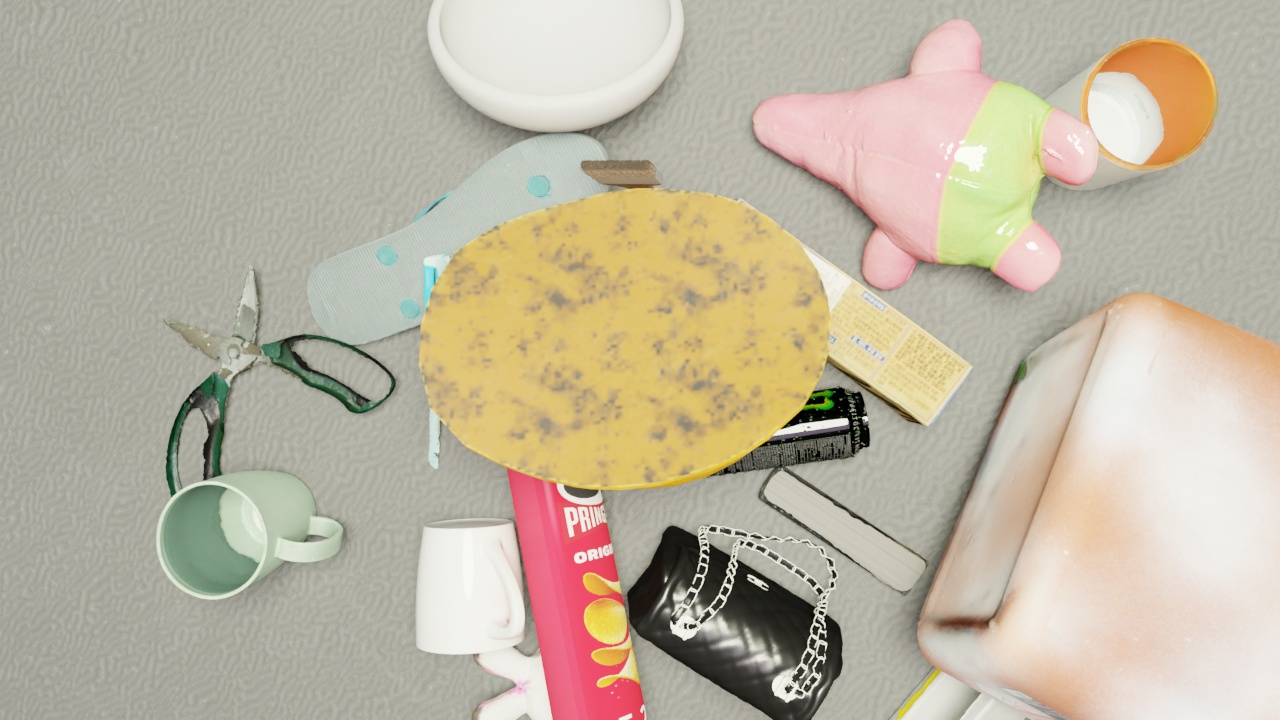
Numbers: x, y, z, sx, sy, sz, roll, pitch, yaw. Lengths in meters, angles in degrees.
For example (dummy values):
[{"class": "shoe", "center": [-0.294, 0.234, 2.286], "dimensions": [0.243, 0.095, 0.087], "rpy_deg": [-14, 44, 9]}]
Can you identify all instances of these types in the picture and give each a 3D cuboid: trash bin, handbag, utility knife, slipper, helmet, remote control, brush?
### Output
[{"class": "trash bin", "center": [0.302, 0.105, 0.576], "dimensions": [0.157, 0.182, 0.259], "rpy_deg": [27, 76, 6]}, {"class": "handbag", "center": [0.077, 0.175, 0.650], "dimensions": [0.153, 0.125, 0.115], "rpy_deg": [34, 95, 3]}, {"class": "utility knife", "center": [-0.153, 0.004, 0.697], "dimensions": [0.022, 0.015, 0.177], "rpy_deg": [10, 112, 15]}, {"class": "slipper", "center": [-0.131, -0.082, 0.700], "dimensions": [0.269, 0.054, 0.098], "rpy_deg": [-25, 94, 17]}, {"class": "helmet", "center": [-0.004, 0.004, 0.619], "dimensions": [0.255, 0.131, 0.205], "rpy_deg": [-1, 65, 10]}, {"class": "remote control", "center": [0.153, 0.128, 0.697], "dimensions": [0.136, 0.013, 0.033], "rpy_deg": [33, 96, 1]}, {"class": "brush", "center": [0.000, -0.120, 0.633], "dimensions": [0.045, 0.143, 0.008], "rpy_deg": [3, 91, 13]}]

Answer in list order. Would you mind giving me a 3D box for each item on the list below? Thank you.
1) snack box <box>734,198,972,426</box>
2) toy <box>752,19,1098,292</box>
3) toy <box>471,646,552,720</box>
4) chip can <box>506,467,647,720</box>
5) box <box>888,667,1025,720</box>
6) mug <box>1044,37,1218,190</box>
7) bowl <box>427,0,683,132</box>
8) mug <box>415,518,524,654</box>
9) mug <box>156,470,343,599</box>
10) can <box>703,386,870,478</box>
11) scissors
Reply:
[{"class": "snack box", "center": [0.136, -0.035, 0.670], "dimensions": [0.207, 0.057, 0.056], "rpy_deg": [37, 94, 3]}, {"class": "toy", "center": [0.187, -0.139, 0.640], "dimensions": [0.237, 0.096, 0.192], "rpy_deg": [23, 114, 24]}, {"class": "toy", "center": [-0.071, 0.253, 0.710], "dimensions": [0.122, 0.038, 0.079], "rpy_deg": [6, 80, -4]}, {"class": "chip can", "center": [-0.048, 0.165, 0.672], "dimensions": [0.069, 0.069, 0.220], "rpy_deg": [-12, 83, 5]}, {"class": "box", "center": [0.221, 0.293, 0.683], "dimensions": [0.067, 0.070, 0.210], "rpy_deg": [37, 95, -19]}, {"class": "mug", "center": [0.321, -0.162, 0.622], "dimensions": [0.082, 0.105, 0.082], "rpy_deg": [0, 92, 4]}, {"class": "bowl", "center": [-0.058, -0.222, 0.656], "dimensions": [0.176, 0.066, 0.176], "rpy_deg": [0, 59, 0]}, {"class": "mug", "center": [-0.118, 0.165, 0.677], "dimensions": [0.080, 0.114, 0.087], "rpy_deg": [1, 86, -38]}, {"class": "mug", "center": [-0.281, 0.127, 0.689], "dimensions": [0.111, 0.104, 0.084], "rpy_deg": [12, 93, 5]}, {"class": "can", "center": [0.096, 0.053, 0.678], "dimensions": [0.138, 0.054, 0.054], "rpy_deg": [-9, 92, 5]}, {"class": "scissors", "center": [-0.294, 0.032, 0.724], "dimensions": [0.203, 0.015, 0.202], "rpy_deg": [15, 99, 8]}]
